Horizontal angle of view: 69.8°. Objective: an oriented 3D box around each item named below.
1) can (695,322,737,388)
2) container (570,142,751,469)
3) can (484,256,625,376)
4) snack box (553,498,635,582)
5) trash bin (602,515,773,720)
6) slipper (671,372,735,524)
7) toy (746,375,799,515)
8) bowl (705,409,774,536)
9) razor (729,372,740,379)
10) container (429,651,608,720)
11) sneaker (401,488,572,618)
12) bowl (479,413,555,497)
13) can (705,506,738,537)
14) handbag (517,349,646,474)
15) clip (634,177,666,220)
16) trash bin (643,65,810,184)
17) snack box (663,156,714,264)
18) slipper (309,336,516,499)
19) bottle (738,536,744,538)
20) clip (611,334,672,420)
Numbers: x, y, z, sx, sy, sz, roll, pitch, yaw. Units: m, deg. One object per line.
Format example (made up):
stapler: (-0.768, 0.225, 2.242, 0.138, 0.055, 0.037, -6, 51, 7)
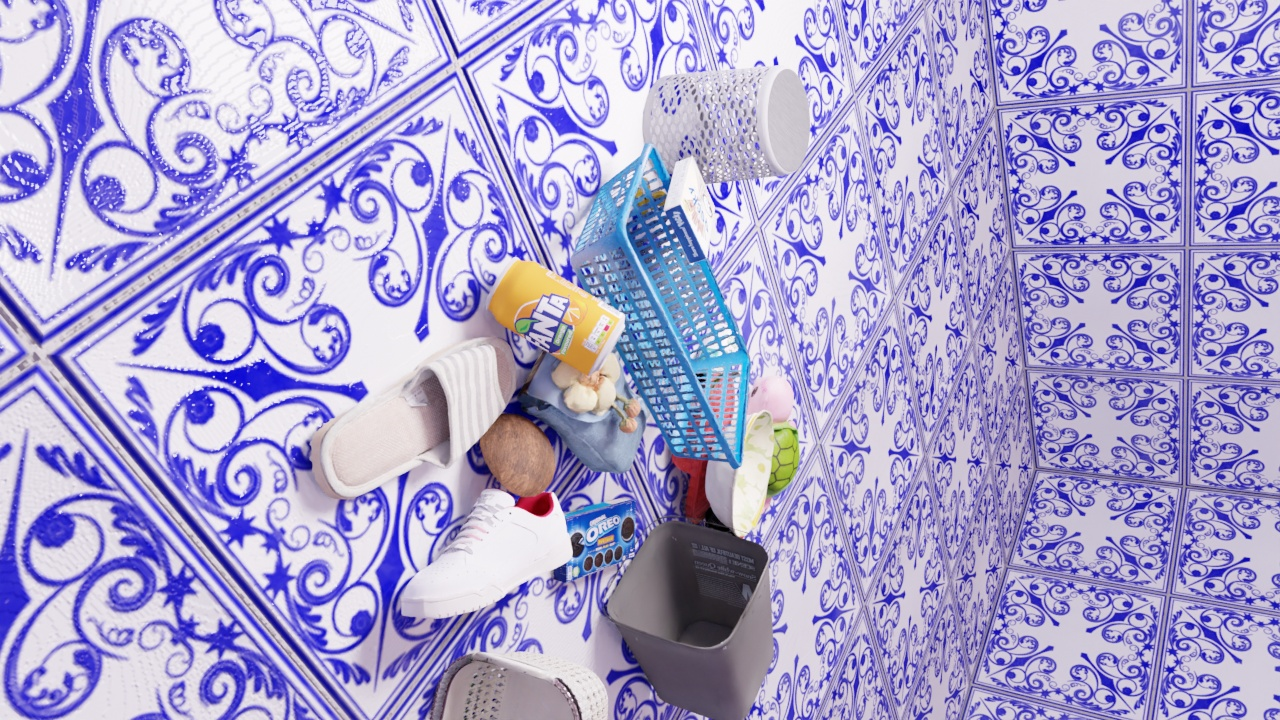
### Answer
can: (0.114, -0.004, 1.401, 0.055, 0.055, 0.101, 52, 52, -44)
container: (0.032, -0.060, 1.164, 0.256, 0.089, 0.362, -76, 144, -54)
can: (-0.093, -0.049, 1.010, 0.079, 0.142, 0.079, -59, 180, 0)
snack box: (-0.058, 0.231, 1.200, 0.150, 0.027, 0.082, -6, 98, -55)
trash bin: (0.087, 0.374, 1.294, 0.196, 0.198, 0.220, -53, 140, -39)
slipper: (0.087, 0.130, 1.374, 0.103, 0.059, 0.249, -32, 135, -52)
toy: (0.215, 0.141, 1.536, 0.189, 0.088, 0.238, -2, 100, -38)
bowl: (0.141, 0.160, 1.346, 0.220, 0.060, 0.187, 76, 33, -44)
razor: (0.138, 0.029, 1.464, 0.105, 0.042, 0.026, -19, 107, -63)
container: (-0.131, 0.436, 0.994, 0.143, 0.185, 0.251, 15, 82, -67)
sneaker: (-0.168, 0.195, 0.991, 0.236, 0.090, 0.104, -14, 96, -53)
bowl: (-0.130, 0.100, 1.035, 0.102, 0.026, 0.114, 55, 27, -1)
can: (0.127, 0.286, 1.431, 0.053, 0.054, 0.138, -43, 141, -45)
handbag: (-0.055, 0.053, 1.106, 0.192, 0.119, 0.121, 51, 51, -35)
clip: (0.014, -0.219, 1.248, 0.046, 0.048, 0.054, -117, -174, -58)
trash bin: (0.123, -0.322, 1.264, 0.156, 0.184, 0.156, -9, 101, -55)
snack box: (0.064, -0.195, 1.179, 0.149, 0.026, 0.082, -77, 145, -54)
slipper: (-0.215, 0.055, 0.935, 0.271, 0.054, 0.114, -36, 127, -47)
bottle: (0.148, 0.199, 1.465, 0.062, 0.062, 0.176, -12, 104, -54)
clip: (-0.012, -0.001, 1.240, 0.164, 0.031, 0.172, 59, 46, -44)
